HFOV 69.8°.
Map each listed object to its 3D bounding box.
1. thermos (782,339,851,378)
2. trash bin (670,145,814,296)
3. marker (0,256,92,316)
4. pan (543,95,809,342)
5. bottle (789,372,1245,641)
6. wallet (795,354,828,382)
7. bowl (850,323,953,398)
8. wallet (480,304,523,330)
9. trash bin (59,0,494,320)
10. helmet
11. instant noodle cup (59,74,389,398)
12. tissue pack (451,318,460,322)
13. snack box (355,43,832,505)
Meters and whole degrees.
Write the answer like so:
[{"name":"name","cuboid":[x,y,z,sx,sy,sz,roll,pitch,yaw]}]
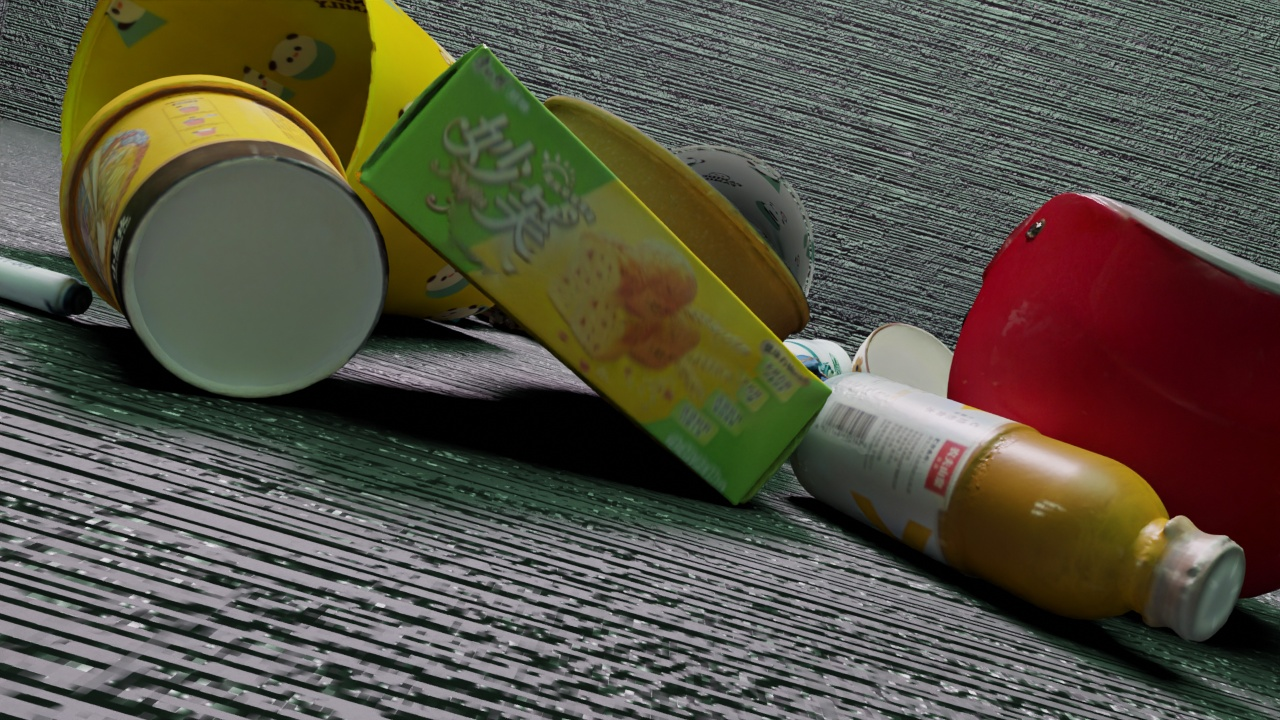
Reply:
[{"name":"thermos","cuboid":[0.142,0.014,0.797,0.073,0.073,0.224,17,6,18]},{"name":"trash bin","cuboid":[0.070,-0.106,1.062,0.229,0.229,0.252,16,1,3]},{"name":"marker","cuboid":[-0.303,-0.043,0.400,0.131,0.018,0.022,16,18,6]},{"name":"pan","cuboid":[0.027,-0.068,0.614,0.198,0.078,0.357,40,-5,10]},{"name":"bottle","cuboid":[0.145,0.057,0.387,0.068,0.068,0.190,11,7,-37]},{"name":"wallet","cuboid":[0.072,0.018,0.618,0.106,0.040,0.133,-5,3,2]},{"name":"bowl","cuboid":[0.231,0.029,0.815,0.113,0.113,0.062,14,-35,-19]},{"name":"wallet","cuboid":[-0.106,-0.044,0.888,0.107,0.031,0.132,14,5,-33]},{"name":"trash bin","cuboid":[-0.198,-0.136,0.628,0.230,0.229,0.255,18,1,23]},{"name":"helmet","cuboid":[0.247,0.041,0.467,0.207,0.144,0.240,32,-8,22]},{"name":"instant noodle cup","cuboid":[-0.165,-0.049,0.376,0.118,0.118,0.114,11,15,-38]},{"name":"tissue pack","cuboid":[-0.184,-0.091,0.812,0.157,0.052,0.094,29,38,19]},{"name":"snack box","cuboid":[-0.030,-0.039,0.429,0.210,0.070,0.158,43,-4,-20]}]
